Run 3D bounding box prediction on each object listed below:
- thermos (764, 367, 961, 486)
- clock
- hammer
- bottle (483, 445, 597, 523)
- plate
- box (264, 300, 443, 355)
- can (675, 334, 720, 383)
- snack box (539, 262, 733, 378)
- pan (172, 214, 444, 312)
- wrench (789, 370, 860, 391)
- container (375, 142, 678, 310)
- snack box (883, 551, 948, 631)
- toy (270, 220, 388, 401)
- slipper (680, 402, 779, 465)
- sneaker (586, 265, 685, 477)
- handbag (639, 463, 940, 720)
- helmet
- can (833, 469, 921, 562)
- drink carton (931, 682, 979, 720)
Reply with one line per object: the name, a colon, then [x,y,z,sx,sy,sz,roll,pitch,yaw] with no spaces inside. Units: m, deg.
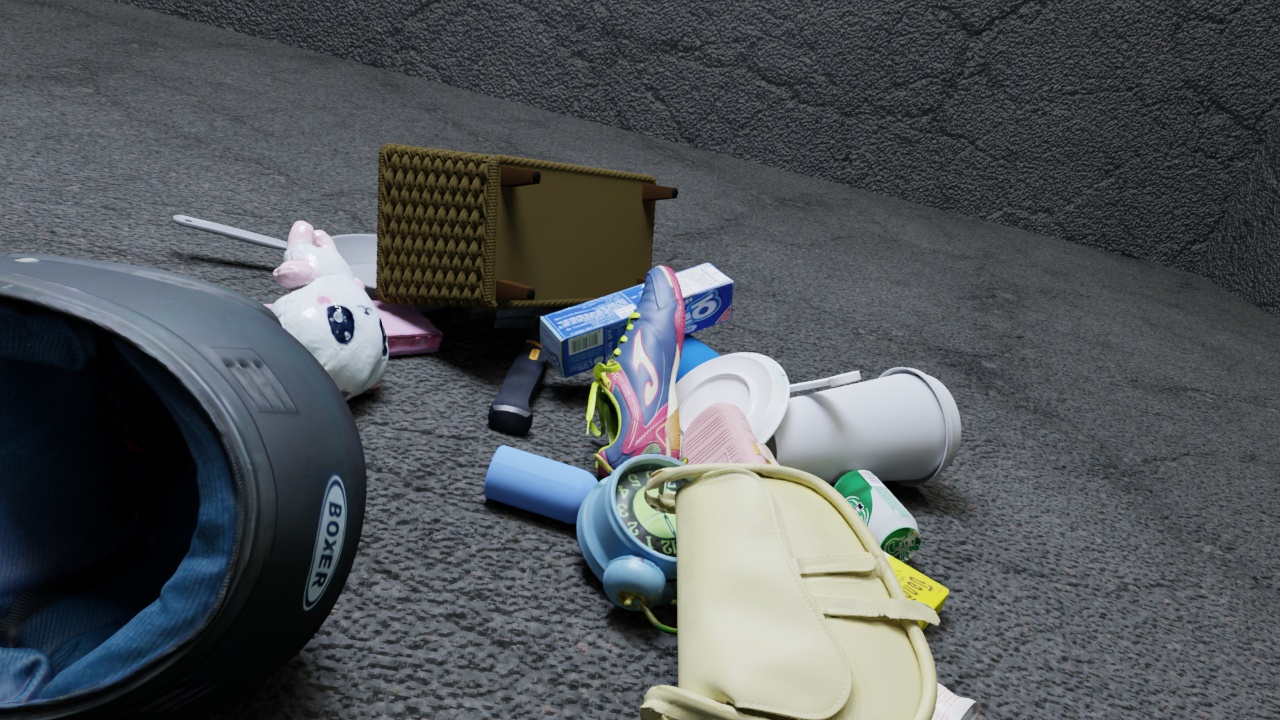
thermos: [0.216,0.079,0.975,0.221,0.132,0.131,-5,29,-24]
clock: [0.015,0.146,0.730,0.118,0.060,0.162,3,49,-29]
hammer: [-0.116,0.002,1.047,0.139,0.035,0.312,13,23,-2]
bottle: [-0.066,0.114,0.793,0.131,0.048,0.048,17,23,3]
plate: [0.078,0.049,0.937,0.014,0.157,0.157,51,-1,-37]
box: [-0.334,-0.032,0.979,0.232,0.037,0.098,-5,29,-40]
can: [0.065,0.025,1.046,0.078,0.079,0.146,-4,29,-38]
snack box: [-0.001,-0.048,1.031,0.226,0.059,0.059,-21,42,-24]
pan: [-0.387,-0.125,1.142,0.356,0.051,0.200,7,24,-19]
wrench: [0.162,0.031,0.999,0.047,0.009,0.274,-13,-2,-18]
container: [-0.116,-0.149,1.081,0.205,0.176,0.320,10,11,35]
snack box: [0.195,0.186,0.821,0.149,0.026,0.061,29,27,30]
toy: [-0.304,-0.045,0.882,0.102,0.179,0.138,-14,-11,17]
slipper: [0.095,0.123,0.824,0.081,0.093,0.197,30,24,-33]
sneaker: [-0.005,0.006,0.913,0.091,0.116,0.241,6,60,-6]
handbag: [0.095,0.171,0.631,0.191,0.089,0.232,6,44,-6]
helmet: [-0.311,0.069,0.498,0.316,0.249,0.236,10,-5,-7]
can: [0.227,0.150,0.891,0.053,0.053,0.101,7,24,-20]
drink carton: [0.182,0.241,0.685,0.122,0.039,0.069,25,23,36]
